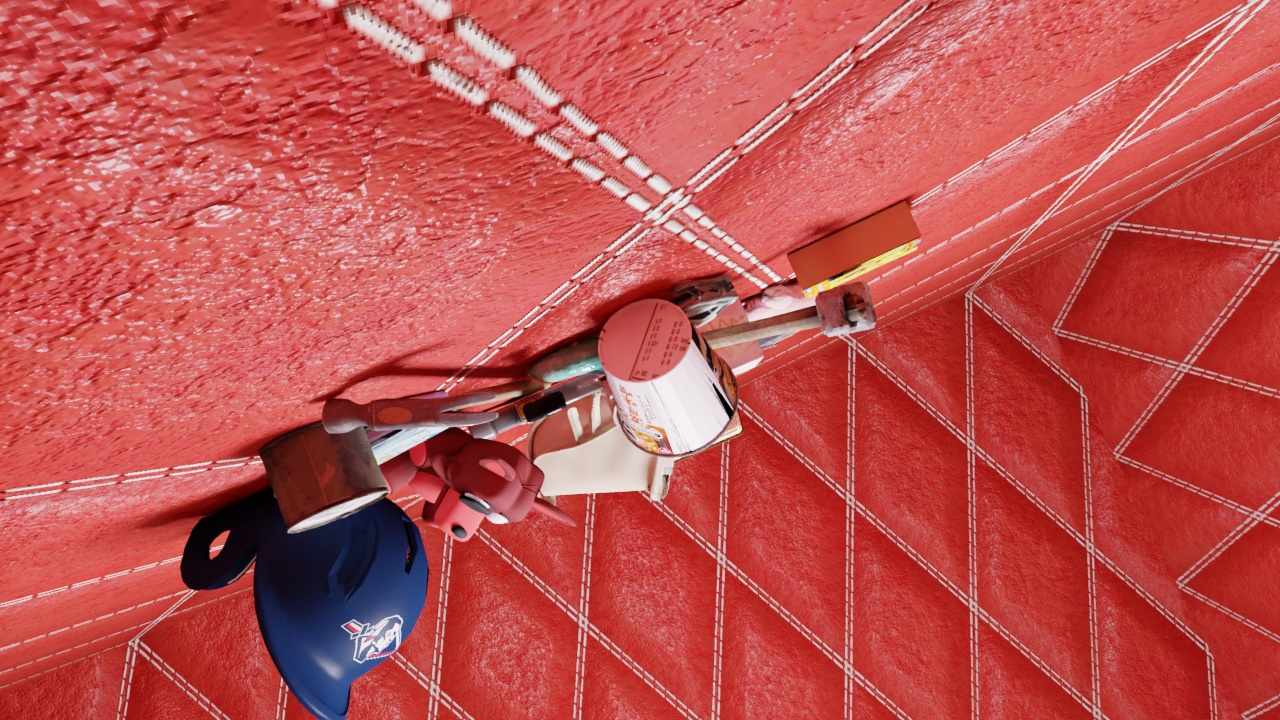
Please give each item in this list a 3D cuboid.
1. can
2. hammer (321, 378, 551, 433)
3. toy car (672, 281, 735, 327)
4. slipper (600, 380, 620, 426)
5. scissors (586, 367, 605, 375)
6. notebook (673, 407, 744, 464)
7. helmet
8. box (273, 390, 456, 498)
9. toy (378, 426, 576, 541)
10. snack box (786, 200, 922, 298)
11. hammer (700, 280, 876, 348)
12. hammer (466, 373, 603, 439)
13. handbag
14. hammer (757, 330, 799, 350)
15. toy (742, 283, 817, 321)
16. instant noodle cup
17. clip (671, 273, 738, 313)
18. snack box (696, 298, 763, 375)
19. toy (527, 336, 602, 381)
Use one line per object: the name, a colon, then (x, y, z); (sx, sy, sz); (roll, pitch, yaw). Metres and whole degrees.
can: (-0.274, 0.097, 0.796); (0.090, 0.074, 0.090); (-23, 172, -4)
hammer: (-0.146, 0.036, 0.831); (0.119, 0.030, 0.330); (-2, 180, 12)
toy car: (0.048, -0.048, 0.921); (0.105, 0.033, 0.048); (-23, 175, 5)
slipper: (0.008, 0.045, 1.111); (0.094, 0.064, 0.239); (-12, 178, -8)
scissors: (-0.008, 0.004, 0.961); (0.138, 0.019, 0.137); (19, 159, -39)
notebook: (0.031, 0.079, 1.360); (0.226, 0.167, 0.024); (-25, 141, 17)
helmet: (-0.339, 0.252, 0.989); (0.223, 0.271, 0.233); (-15, 141, -1)
box: (-0.270, 0.086, 0.890); (0.215, 0.033, 0.076); (-27, 172, 30)
toy: (-0.186, 0.136, 1.003); (0.198, 0.158, 0.120); (7, -122, 37)
snack box: (0.221, -0.112, 0.951); (0.126, 0.040, 0.088); (-25, 173, 12)
hammer: (0.086, -0.024, 0.961); (0.320, 0.049, 0.121); (-13, -179, 36)
hammer: (-0.107, 0.048, 0.993); (0.169, 0.034, 0.325); (-23, -179, -10)
handbag: (-0.063, 0.118, 1.290); (0.229, 0.184, 0.131); (-9, 173, 24)
hammer: (0.122, -0.030, 1.263); (0.321, 0.044, 0.099); (-15, 170, -46)
toy: (0.173, -0.067, 1.132); (0.105, 0.053, 0.109); (5, 156, -45)
instant noodle cup: (0.020, 0.011, 0.855); (0.124, 0.123, 0.122); (-24, 147, 4)
clip: (0.060, -0.063, 0.861); (0.075, 0.044, 0.023); (-16, 169, -47)
snack box: (0.087, -0.014, 1.104); (0.095, 0.079, 0.093); (-22, 173, -2)
toy: (-0.061, -0.004, 0.911); (0.105, 0.033, 0.085); (-20, -173, -11)
